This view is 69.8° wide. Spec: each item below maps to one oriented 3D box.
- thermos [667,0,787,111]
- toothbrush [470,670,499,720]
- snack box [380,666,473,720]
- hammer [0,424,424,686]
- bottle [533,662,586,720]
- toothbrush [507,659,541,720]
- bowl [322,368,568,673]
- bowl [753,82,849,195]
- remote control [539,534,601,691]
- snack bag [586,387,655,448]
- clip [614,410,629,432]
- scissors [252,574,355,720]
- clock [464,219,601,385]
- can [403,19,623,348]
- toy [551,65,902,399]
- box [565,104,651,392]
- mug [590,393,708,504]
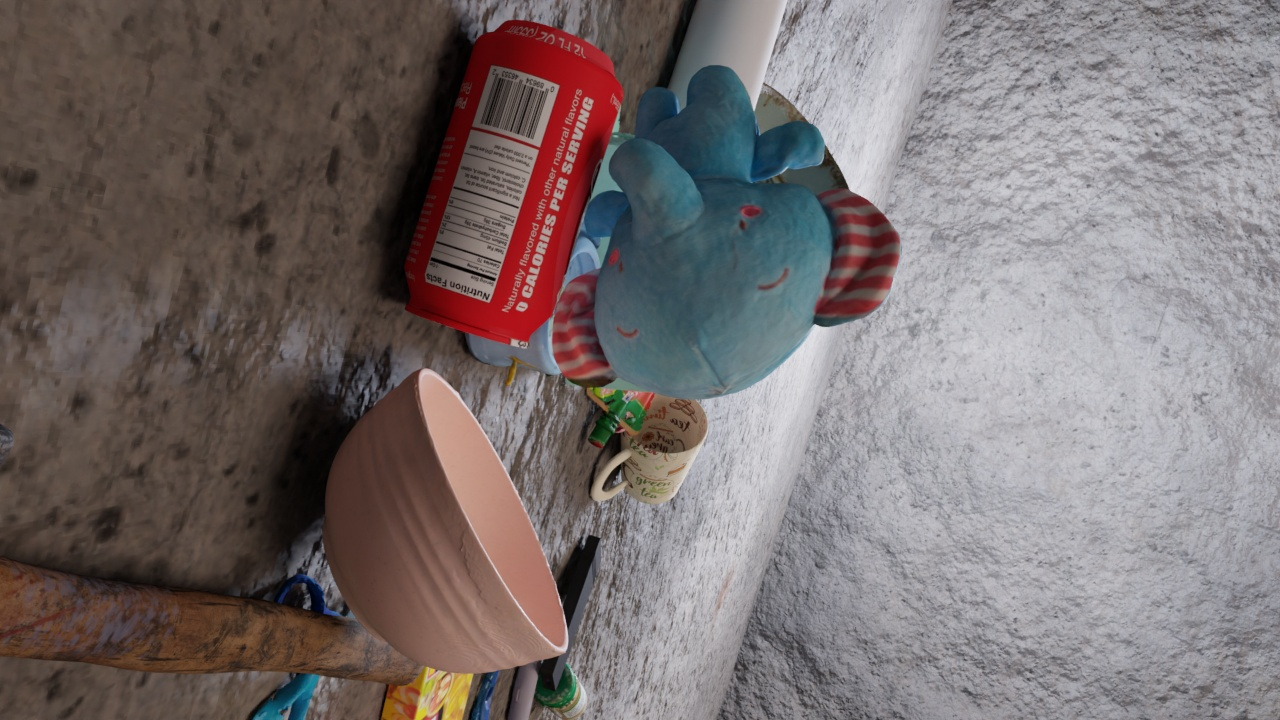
[{"bbox_3d":[0.064,-0.257,0.677,0.101,0.069,0.230,17,91,-60],"label":"thermos"},{"bbox_3d":[-0.119,0.257,0.731,0.021,0.016,0.132,-10,120,-70],"label":"toothbrush"},{"bbox_3d":[-0.145,0.242,0.611,0.075,0.025,0.152,-18,124,-70],"label":"snack box"},{"bbox_3d":[-0.171,0.116,0.362,0.120,0.033,0.330,-63,159,-12],"label":"hammer"},{"bbox_3d":[-0.076,0.321,0.887,0.110,0.043,0.042,79,34,-60],"label":"bottle"},{"bbox_3d":[-0.102,0.289,0.810,0.019,0.018,0.188,-33,139,-67],"label":"toothbrush"},{"bbox_3d":[-0.101,0.086,0.439,0.076,0.153,0.153,-27,156,-2],"label":"bowl"},{"bbox_3d":[0.111,-0.160,0.835,0.094,0.160,0.159,-34,-175,32],"label":"bowl"},{"bbox_3d":[-0.063,0.231,0.844,0.058,0.013,0.133,93,15,-55],"label":"remote control"},{"bbox_3d":[-0.005,0.005,0.785,0.155,0.044,0.087,-61,142,-16],"label":"snack bag"},{"bbox_3d":[-0.014,0.033,0.812,0.044,0.023,0.060,86,26,-43],"label":"clip"},{"bbox_3d":[-0.158,0.134,0.476,0.129,0.014,0.117,-51,152,-49],"label":"scissors"},{"bbox_3d":[-0.057,-0.049,0.533,0.088,0.052,0.124,-12,116,-70],"label":"clock"},{"bbox_3d":[-0.062,-0.083,0.441,0.074,0.074,0.142,12,97,-73],"label":"can"},{"bbox_3d":[0.027,-0.070,0.454,0.114,0.184,0.180,21,58,-59],"label":"toy"},{"bbox_3d":[-0.017,-0.079,0.632,0.091,0.077,0.189,-89,-177,-54],"label":"box"},{"bbox_3d":[0.002,0.095,0.865,0.121,0.081,0.097,-32,150,-33],"label":"mug"}]
